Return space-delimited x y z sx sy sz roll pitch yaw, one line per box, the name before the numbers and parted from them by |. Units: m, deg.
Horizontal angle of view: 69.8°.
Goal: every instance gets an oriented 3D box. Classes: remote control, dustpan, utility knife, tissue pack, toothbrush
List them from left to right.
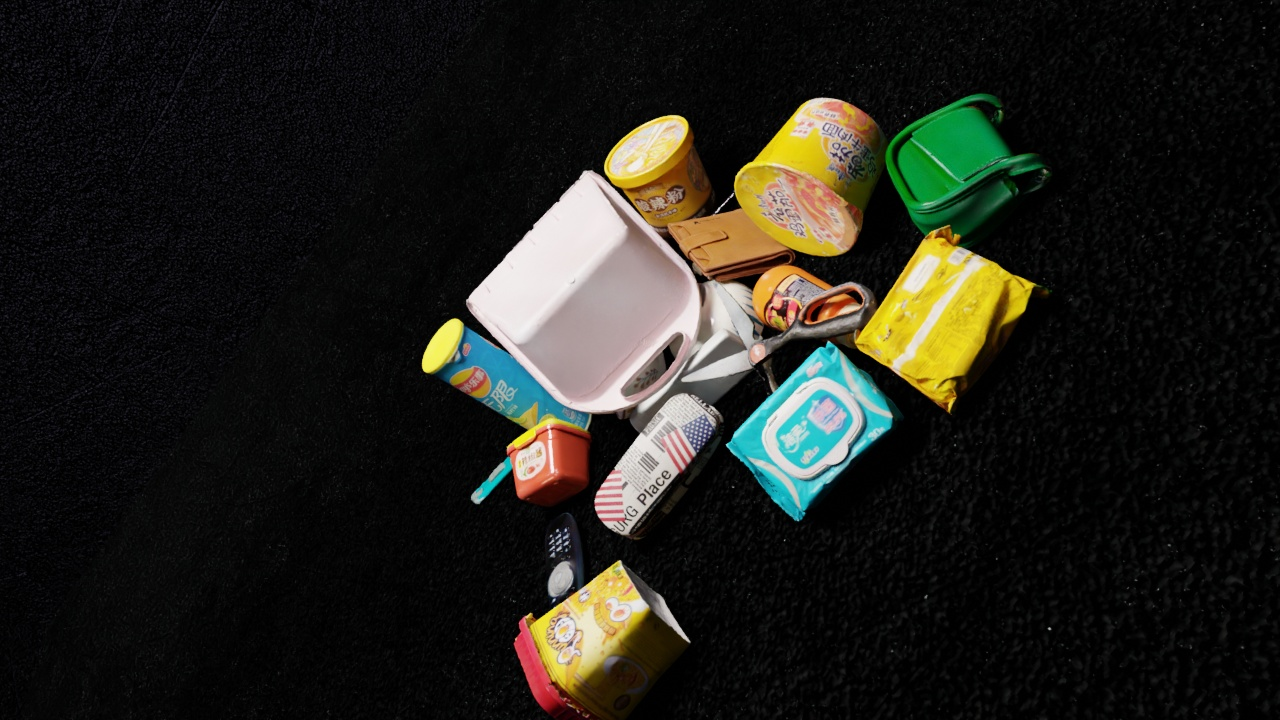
utility knife | -0.176 0.137 1.229 0.166 0.013 0.029 -46 34 15
remote control | -0.080 0.228 1.005 0.053 0.024 0.136 -39 36 23
dustpan | -0.058 -0.064 1.028 0.222 0.139 0.273 -45 28 5
remote control | 0.056 0.030 0.971 0.150 0.058 0.021 -43 31 19
toothbrush | 0.090 -0.173 1.154 0.190 0.014 0.016 -47 34 13
tissue pack | 0.147 0.060 0.782 0.134 0.093 0.050 -48 -12 13

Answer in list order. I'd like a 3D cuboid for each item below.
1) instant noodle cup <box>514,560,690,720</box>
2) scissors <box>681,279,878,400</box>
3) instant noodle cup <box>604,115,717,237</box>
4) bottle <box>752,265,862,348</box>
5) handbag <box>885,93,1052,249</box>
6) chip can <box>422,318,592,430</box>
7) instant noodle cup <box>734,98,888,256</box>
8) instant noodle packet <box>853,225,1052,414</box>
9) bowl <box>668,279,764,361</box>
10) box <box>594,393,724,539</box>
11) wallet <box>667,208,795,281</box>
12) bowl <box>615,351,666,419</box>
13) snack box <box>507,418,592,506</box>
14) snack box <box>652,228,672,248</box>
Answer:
instant noodle cup | -0.032 0.261 0.837 0.123 0.116 0.116 -42 31 -1
scissors | 0.128 -0.002 0.862 0.221 0.021 0.233 -39 57 31
instant noodle cup | 0.032 -0.228 1.166 0.119 0.114 0.118 -21 39 18
bottle | 0.174 -0.046 0.883 0.149 0.066 0.066 30 87 51
handbag | 0.294 -0.172 0.834 0.120 0.068 0.131 -31 37 23
chip can | -0.157 0.033 1.110 0.071 0.210 0.071 -35 37 31
instant noodle cup | 0.183 -0.191 0.941 0.138 0.138 0.109 6 57 55
instant noodle packet | 0.253 -0.036 0.757 0.111 0.044 0.128 40 97 32
bowl | 0.073 -0.043 1.006 0.117 0.066 0.116 -34 37 31
box | 0.017 0.106 0.932 0.163 0.082 0.075 -50 38 4
wallet | 0.099 -0.132 1.038 0.107 0.031 0.131 -12 32 -11
bowl | -0.006 0.006 1.053 0.062 0.114 0.113 -13 33 -10
snack box | -0.105 0.124 1.089 0.091 0.082 0.080 -33 51 34
snack box | -0.020 -0.109 1.232 0.153 0.025 0.075 -44 33 18
